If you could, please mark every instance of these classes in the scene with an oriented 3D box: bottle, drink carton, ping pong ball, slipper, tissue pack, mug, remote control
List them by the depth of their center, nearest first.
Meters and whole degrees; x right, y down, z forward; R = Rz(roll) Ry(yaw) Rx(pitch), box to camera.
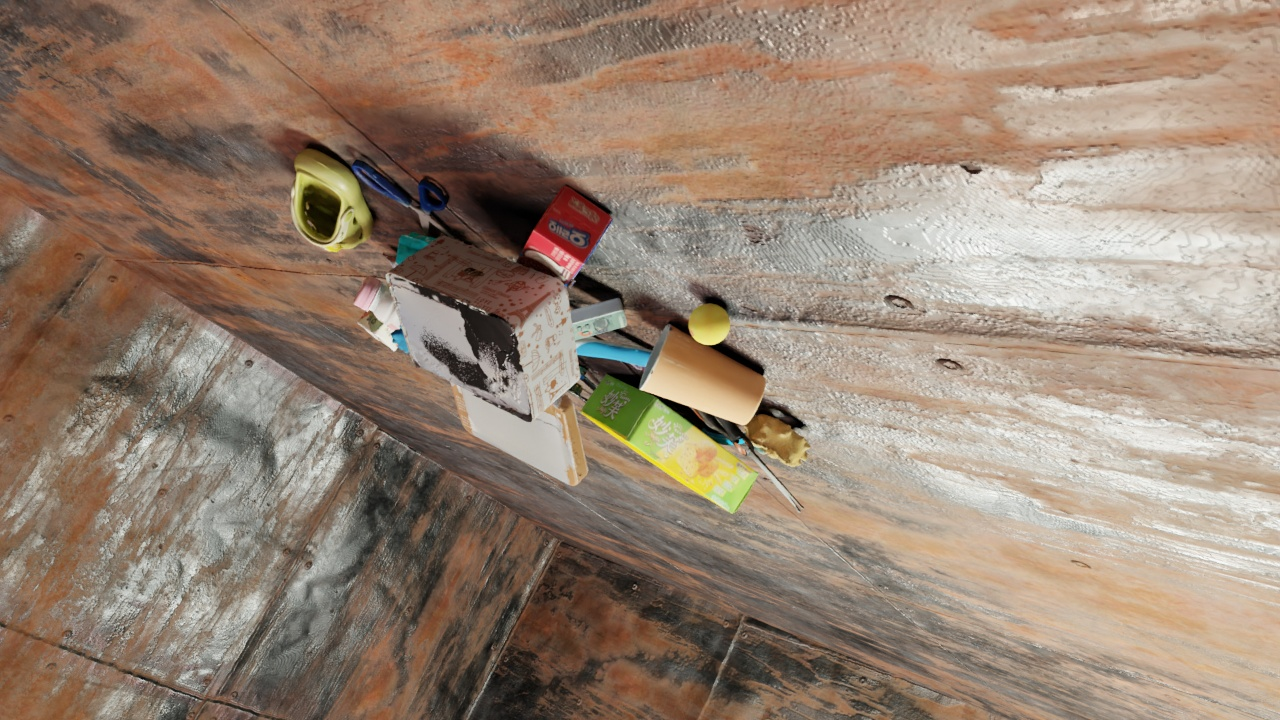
[{"bbox_3d":[0.067,-0.035,0.888,0.040,0.040,0.040,25,163,8],"label":"ping pong ball"},{"bbox_3d":[0.069,0.021,0.996,0.123,0.078,0.078,25,163,-5],"label":"mug"},{"bbox_3d":[-0.082,-0.035,1.008,0.135,0.019,0.056,-15,163,-1],"label":"remote control"},{"bbox_3d":[-0.376,-0.178,1.083,0.091,0.081,0.191,31,160,-2],"label":"slipper"},{"bbox_3d":[-0.224,-0.104,1.102,0.093,0.050,0.133,17,164,32],"label":"tissue pack"},{"bbox_3d":[-0.256,-0.043,1.137,0.197,0.068,0.068,28,164,-21],"label":"bottle"},{"bbox_3d":[-0.305,-0.078,1.184,0.045,0.122,0.053,28,167,29],"label":"drink carton"}]

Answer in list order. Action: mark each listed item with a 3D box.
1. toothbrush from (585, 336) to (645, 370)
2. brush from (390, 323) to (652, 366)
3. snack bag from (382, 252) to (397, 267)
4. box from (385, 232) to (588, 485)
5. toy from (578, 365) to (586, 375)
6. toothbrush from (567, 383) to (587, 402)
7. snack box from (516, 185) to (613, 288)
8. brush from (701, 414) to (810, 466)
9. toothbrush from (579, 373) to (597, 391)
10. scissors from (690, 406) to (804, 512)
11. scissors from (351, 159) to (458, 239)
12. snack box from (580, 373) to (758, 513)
[{"bbox_3d":[-0.007,0.007,1.158,0.187,0.017,0.016,27,162,1],"label":"toothbrush"},{"bbox_3d":[-0.125,-0.014,1.074,0.314,0.109,0.061,19,138,4],"label":"brush"},{"bbox_3d":[-0.308,-0.114,1.249,0.045,0.026,0.105,20,159,33],"label":"snack bag"},{"bbox_3d":[-0.147,0.015,0.949,0.177,0.082,0.260,23,139,29],"label":"box"},{"bbox_3d":[-0.126,0.000,1.304,0.096,0.030,0.092,13,164,20],"label":"toy"},{"bbox_3d":[-0.032,0.097,1.444,0.212,0.027,0.026,37,176,-25],"label":"toothbrush"},{"bbox_3d":[-0.086,-0.101,0.903,0.058,0.057,0.208,33,163,-8],"label":"snack box"},{"bbox_3d":[0.135,0.100,1.177,0.083,0.045,0.255,31,167,-15],"label":"brush"},{"bbox_3d":[-0.065,0.044,1.332,0.014,0.016,0.189,6,160,28],"label":"toothbrush"},{"bbox_3d":[0.111,0.086,1.069,0.235,0.021,0.148,42,162,33],"label":"scissors"},{"bbox_3d":[-0.246,-0.171,1.016,0.162,0.012,0.175,31,163,-23],"label":"scissors"},{"bbox_3d":[0.039,0.113,1.257,0.210,0.070,0.158,38,173,-28],"label":"snack box"}]
